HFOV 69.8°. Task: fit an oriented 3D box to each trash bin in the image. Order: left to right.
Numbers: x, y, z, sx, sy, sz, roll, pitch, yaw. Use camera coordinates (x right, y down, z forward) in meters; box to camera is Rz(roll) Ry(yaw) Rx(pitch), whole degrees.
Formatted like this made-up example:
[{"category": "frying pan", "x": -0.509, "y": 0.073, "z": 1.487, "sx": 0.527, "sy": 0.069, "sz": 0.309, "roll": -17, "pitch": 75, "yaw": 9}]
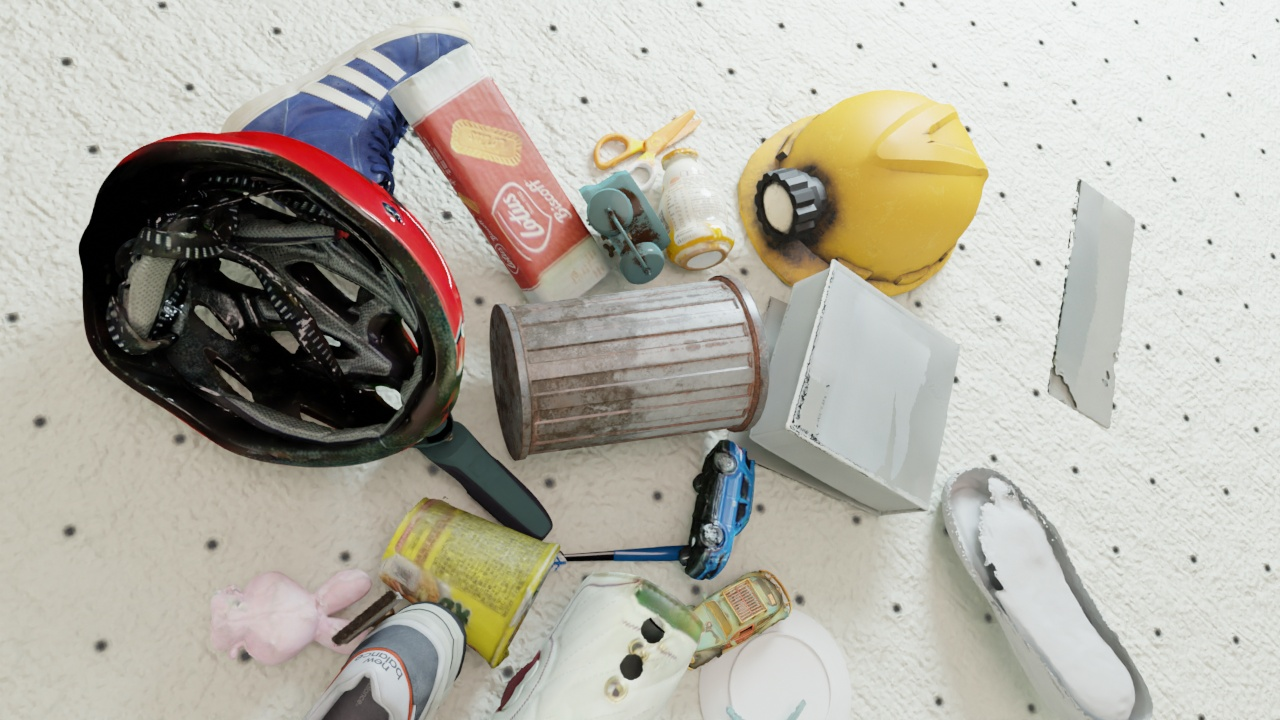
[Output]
[{"category": "trash bin", "x": -0.004, "y": 0.004, "z": 0.735, "sx": 0.211, "sy": 0.131, "sz": 0.130, "roll": -7, "pitch": 74, "yaw": -18}]

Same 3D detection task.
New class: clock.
[{"category": "clock", "x": -0.012, "y": -0.114, "z": 0.779, "sx": 0.053, "sy": 0.124, "sz": 0.090, "roll": -33, "pitch": 116, "yaw": 4}]

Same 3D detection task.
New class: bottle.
[{"category": "bottle", "x": 0.047, "y": -0.139, "z": 0.838, "sx": 0.063, "sy": 0.063, "sz": 0.108, "roll": -5, "pitch": 72, "yaw": -19}]

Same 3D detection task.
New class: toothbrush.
[{"category": "toothbrush", "x": -0.004, "y": 0.158, "z": 0.744, "sx": 0.167, "sy": 0.014, "sz": 0.014, "roll": 1, "pitch": 105, "yaw": -17}]

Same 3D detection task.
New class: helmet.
[{"category": "helmet", "x": -0.244, "y": -0.043, "z": 0.644, "sx": 0.272, "sy": 0.218, "sz": 0.166, "roll": 32, "pitch": 21, "yaw": -6}, {"category": "helmet", "x": 0.234, "y": -0.177, "z": 0.872, "sx": 0.254, "sy": 0.132, "sz": 0.205, "roll": -19, "pitch": 77, "yaw": -23}]

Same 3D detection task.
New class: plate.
[{"category": "plate", "x": 0.113, "y": 0.267, "z": 0.744, "sx": 0.134, "sy": 0.011, "sz": 0.134, "roll": 5, "pitch": 70, "yaw": -15}]

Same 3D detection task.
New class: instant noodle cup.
[{"category": "instant noodle cup", "x": -0.127, "y": 0.154, "z": 0.668, "sx": 0.108, "sy": 0.102, "sz": 0.102, "roll": 27, "pitch": 65, "yaw": 3}]

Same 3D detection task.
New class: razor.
[{"category": "razor", "x": -0.125, "y": 0.089, "z": 0.717, "sx": 0.143, "sy": 0.052, "sz": 0.047, "roll": 45, "pitch": 66, "yaw": -9}]

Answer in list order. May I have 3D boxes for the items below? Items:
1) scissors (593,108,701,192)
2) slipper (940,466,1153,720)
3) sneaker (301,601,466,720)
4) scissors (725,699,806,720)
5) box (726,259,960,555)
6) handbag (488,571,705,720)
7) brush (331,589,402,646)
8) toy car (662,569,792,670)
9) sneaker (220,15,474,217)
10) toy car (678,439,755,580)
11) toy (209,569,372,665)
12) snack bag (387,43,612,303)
[{"category": "scissors", "x": 0.017, "y": -0.203, "z": 0.877, "sx": 0.130, "sy": 0.013, "sz": 0.070, "roll": -32, "pitch": 84, "yaw": -23}, {"category": "slipper", "x": 0.344, "y": 0.206, "z": 0.802, "sx": 0.112, "sy": 0.075, "sz": 0.246, "roll": -15, "pitch": 66, "yaw": -28}, {"category": "sneaker", "x": -0.193, "y": 0.263, "z": 0.560, "sx": 0.089, "sy": 0.124, "sz": 0.239, "roll": 24, "pitch": 82, "yaw": 7}, {"category": "scissors", "x": 0.100, "y": 0.330, "z": 0.712, "sx": 0.135, "sy": 0.015, "sz": 0.135, "roll": 43, "pitch": 79, "yaw": -10}, {"category": "box", "x": 0.144, "y": 0.074, "z": 0.936, "sx": 0.171, "sy": 0.405, "sz": 0.168, "roll": 24, "pitch": 65, "yaw": -9}, {"category": "handbag", "x": -0.049, "y": 0.249, "z": 0.630, "sx": 0.096, "sy": 0.142, "sz": 0.198, "roll": 38, "pitch": 64, "yaw": 0}, {"category": "brush", "x": -0.176, "y": 0.171, "z": 0.615, "sx": 0.045, "sy": 0.143, "sz": 0.008, "roll": -39, "pitch": 84, "yaw": -16}, {"category": "toy car", "x": 0.074, "y": 0.200, "z": 0.732, "sx": 0.111, "sy": 0.047, "sz": 0.047, "roll": -23, "pitch": 61, "yaw": -23}, {"category": "sneaker", "x": -0.207, "y": -0.188, "z": 0.758, "sx": 0.232, "sy": 0.092, "sz": 0.118, "roll": -32, "pitch": 79, "yaw": -24}, {"category": "toy car", "x": 0.065, "y": 0.122, "z": 0.748, "sx": 0.043, "sy": 0.056, "sz": 0.120, "roll": 23, "pitch": 53, "yaw": -7}, {"category": "toy", "x": -0.244, "y": 0.180, "z": 0.646, "sx": 0.110, "sy": 0.047, "sz": 0.063, "roll": 5, "pitch": 73, "yaw": -27}, {"category": "snack bag", "x": -0.111, "y": -0.143, "z": 0.758, "sx": 0.077, "sy": 0.041, "sz": 0.225, "roll": -42, "pitch": 109, "yaw": -25}]
